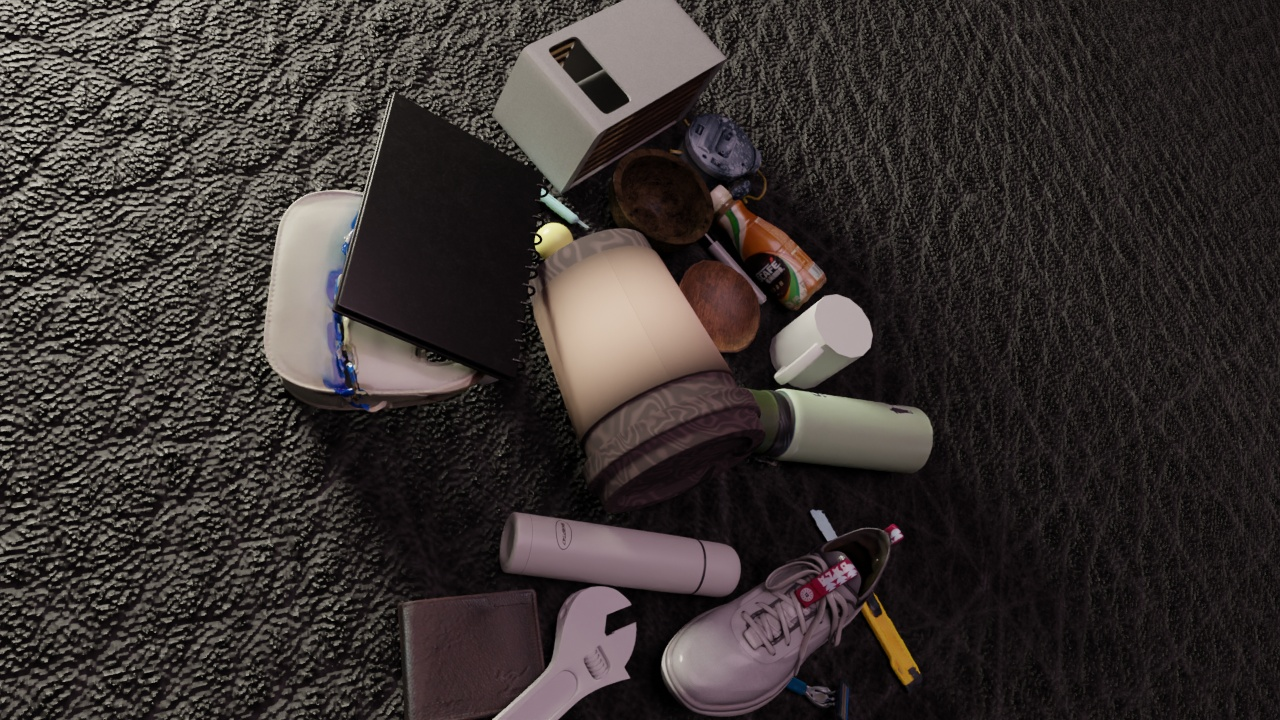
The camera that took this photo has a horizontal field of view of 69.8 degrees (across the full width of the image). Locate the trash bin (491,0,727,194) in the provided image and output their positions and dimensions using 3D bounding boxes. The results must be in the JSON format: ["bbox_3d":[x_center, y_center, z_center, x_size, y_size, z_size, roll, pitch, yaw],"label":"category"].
[{"bbox_3d":[-0.032,-0.305,1.022,0.114,0.115,0.228,49,55,2],"label":"trash bin"}]

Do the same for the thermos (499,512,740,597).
[{"bbox_3d":[-0.013,0.179,0.835,0.224,0.052,0.052,13,61,-22],"label":"thermos"}]

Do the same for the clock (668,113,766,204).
[{"bbox_3d":[0.099,-0.238,1.096,0.129,0.052,0.090,30,56,-10],"label":"clock"}]

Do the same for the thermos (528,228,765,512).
[{"bbox_3d":[-0.005,0.005,0.862,0.172,0.173,0.226,-13,67,-31],"label":"thermos"}]

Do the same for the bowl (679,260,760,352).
[{"bbox_3d":[0.081,-0.055,1.014,0.102,0.026,0.114,27,56,-14],"label":"bowl"}]

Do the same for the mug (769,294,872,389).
[{"bbox_3d":[0.189,-0.012,1.009,0.073,0.090,0.105,49,55,2],"label":"mug"}]

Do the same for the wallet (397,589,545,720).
[{"bbox_3d":[-0.137,0.243,0.756,0.119,0.031,0.099,2,67,-29],"label":"wallet"}]

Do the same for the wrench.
[{"bbox_3d":[-0.094,0.276,0.739,0.272,0.018,0.086,-30,91,-45],"label":"wrench"}]

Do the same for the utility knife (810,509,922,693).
[{"bbox_3d":[0.232,0.246,0.954,0.030,0.018,0.206,-20,73,-42],"label":"utility knife"}]

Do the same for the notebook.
[{"bbox_3d":[-0.162,-0.108,0.801,0.169,0.019,0.231,25,53,-31],"label":"notebook"}]

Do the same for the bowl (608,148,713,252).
[{"bbox_3d":[0.015,-0.168,1.016,0.121,0.056,0.121,11,62,-22],"label":"bowl"}]

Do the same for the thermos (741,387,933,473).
[{"bbox_3d":[0.196,0.078,0.981,0.231,0.083,0.082,8,63,-24],"label":"thermos"}]

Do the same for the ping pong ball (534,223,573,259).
[{"bbox_3d":[-0.089,-0.122,0.950,0.040,0.040,0.040,11,62,-22],"label":"ping pong ball"}]

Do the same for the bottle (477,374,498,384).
[{"bbox_3d":[-0.173,-0.067,0.872,0.053,0.053,0.186,-19,76,-33],"label":"bottle"}]

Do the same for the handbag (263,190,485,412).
[{"bbox_3d":[-0.215,-0.049,0.791,0.199,0.093,0.200,1,72,-13],"label":"handbag"}]

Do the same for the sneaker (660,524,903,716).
[{"bbox_3d":[0.135,0.227,0.829,0.262,0.129,0.096,-20,61,-35],"label":"sneaker"}]

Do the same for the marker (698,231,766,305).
[{"bbox_3d":[0.095,-0.119,1.058,0.140,0.016,0.016,49,55,2],"label":"marker"}]

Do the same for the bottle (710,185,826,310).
[{"bbox_3d":[0.139,-0.134,1.061,0.167,0.059,0.059,46,55,-1],"label":"bottle"}]

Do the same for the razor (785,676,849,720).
[{"bbox_3d":[0.134,0.301,0.872,0.144,0.022,0.042,26,43,-8],"label":"razor"}]

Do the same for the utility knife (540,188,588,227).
[{"bbox_3d":[-0.105,-0.176,0.985,0.119,0.015,0.022,37,24,-8],"label":"utility knife"}]
